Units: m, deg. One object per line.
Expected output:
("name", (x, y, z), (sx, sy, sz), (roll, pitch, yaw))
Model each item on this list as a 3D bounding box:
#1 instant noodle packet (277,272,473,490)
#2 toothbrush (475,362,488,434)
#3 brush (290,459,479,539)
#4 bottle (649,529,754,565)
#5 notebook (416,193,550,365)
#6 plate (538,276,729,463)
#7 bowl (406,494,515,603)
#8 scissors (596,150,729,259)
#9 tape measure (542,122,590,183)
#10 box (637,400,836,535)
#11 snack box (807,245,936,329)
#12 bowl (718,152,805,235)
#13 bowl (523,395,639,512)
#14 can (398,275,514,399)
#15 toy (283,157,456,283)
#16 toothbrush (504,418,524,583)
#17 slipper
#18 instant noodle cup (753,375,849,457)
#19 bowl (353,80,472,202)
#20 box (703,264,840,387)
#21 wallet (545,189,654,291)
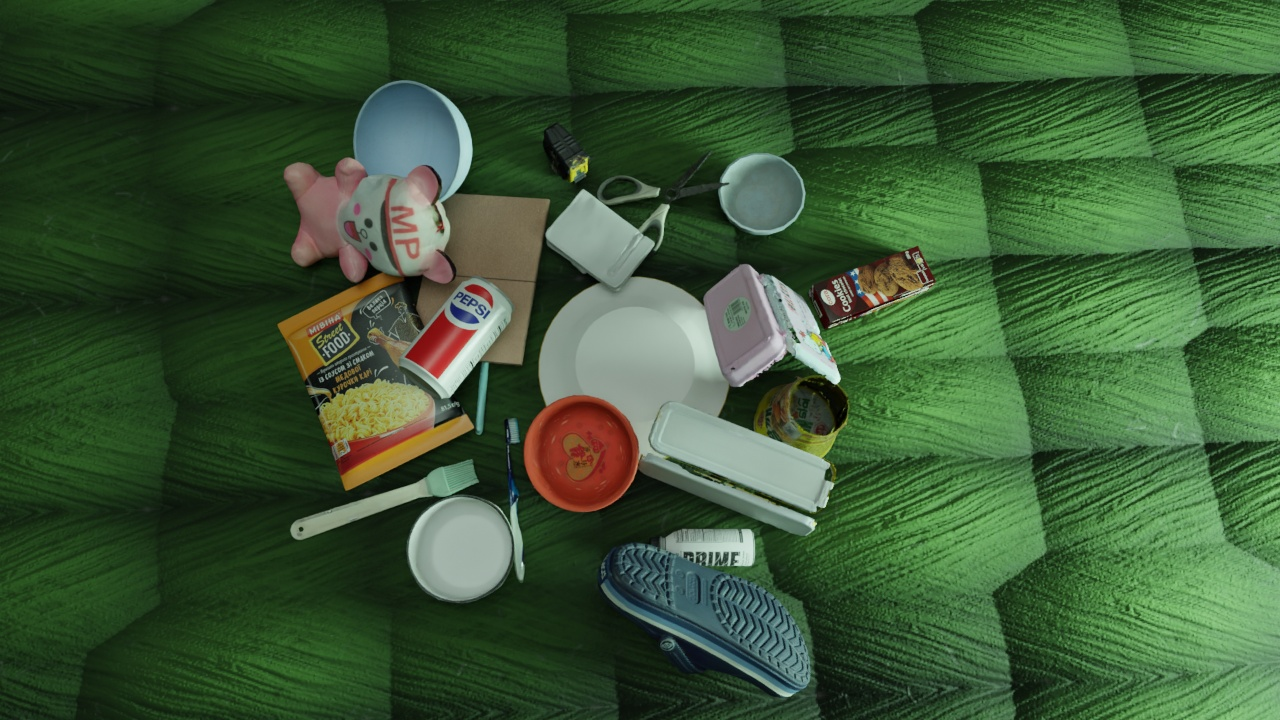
("instant noodle packet", (-0.311, 0.017, 1.066), (0.160, 0.032, 0.220), (-26, 78, -2))
("toothbrush", (-0.186, -0.001, 1.086), (0.016, 0.016, 0.180), (1, 75, -1))
("brush", (-0.291, 0.160, 1.044), (0.217, 0.012, 0.033), (-18, 76, -5))
("bottle", (0.067, 0.209, 1.026), (0.116, 0.041, 0.041), (0, 75, -2))
("notebook", (-0.193, -0.101, 1.102), (0.141, 0.008, 0.209), (5, 75, 11))
("plate", (-0.007, 0.006, 1.086), (0.230, 0.021, 0.229), (0, 75, -2))
("bowl", (-0.192, 0.207, 1.005), (0.116, 0.066, 0.116), (0, 76, -2))
("scissors", (0.021, -0.195, 1.129), (0.157, 0.012, 0.169), (18, 86, 13))
("tape measure", (-0.095, -0.252, 1.130), (0.038, 0.063, 0.067), (-35, 79, -10))
("box", (0.106, 0.122, 1.031), (0.210, 0.080, 0.084), (21, 76, 3))
("snack box", (0.280, -0.088, 1.114), (0.141, 0.032, 0.051), (-21, 77, -7))
("bowl", (0.147, -0.200, 1.136), (0.106, 0.039, 0.106), (0, 75, -2))
("bowl", (-0.064, 0.103, 1.039), (0.130, 0.045, 0.130), (0, 90, 7))
("can", (-0.206, -0.026, 1.030), (0.070, 0.070, 0.132), (34, 71, 7))
("toy", (-0.311, -0.163, 1.063), (0.213, 0.084, 0.142), (6, 106, 22))
("toothbrush", (-0.142, 0.157, 1.047), (0.017, 0.016, 0.189), (-3, 75, -13))
("slipper", (0.063, 0.281, 0.985), (0.253, 0.105, 0.095), (30, 118, -8))
("instant noodle cup", (0.186, 0.063, 1.032), (0.102, 0.108, 0.102), (1, 74, -4))
("bowl", (-0.262, -0.258, 1.108), (0.151, 0.074, 0.151), (5, 105, 20))
("box", (0.145, -0.027, 1.035), (0.101, 0.201, 0.103), (-40, 114, 18))
("wallet", (-0.050, -0.143, 1.111), (0.116, 0.032, 0.086), (40, 79, 8))
